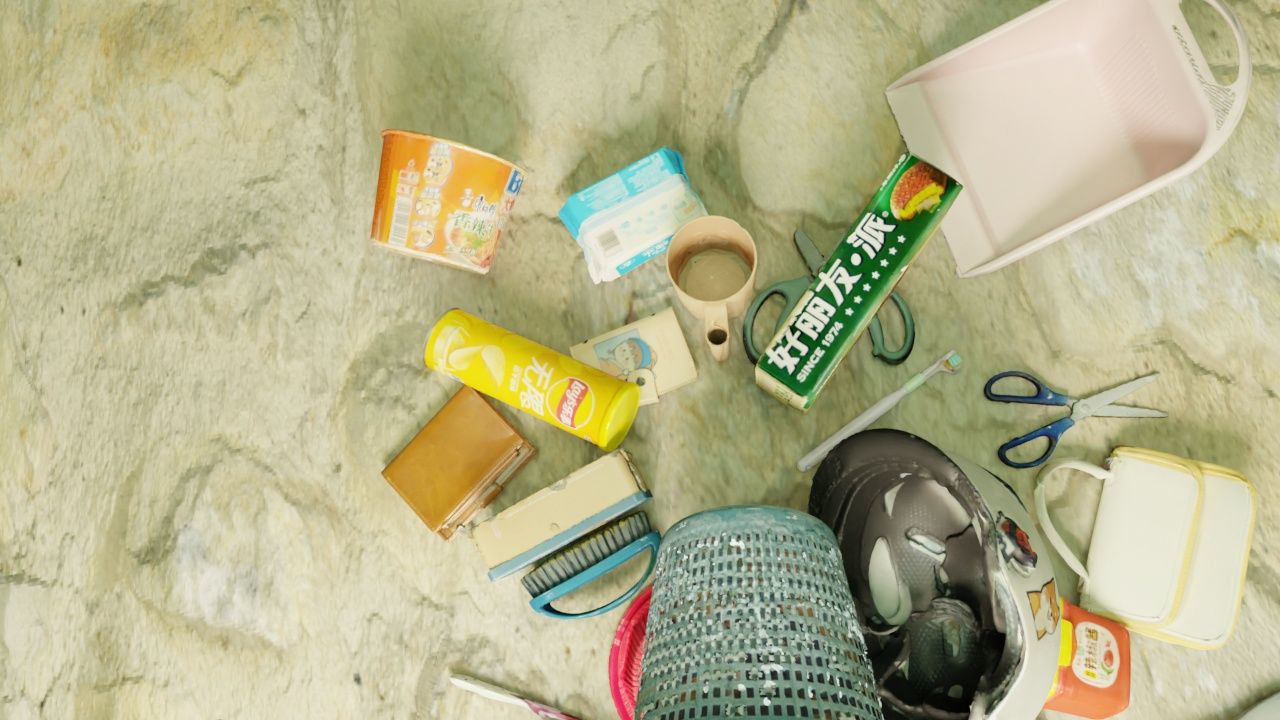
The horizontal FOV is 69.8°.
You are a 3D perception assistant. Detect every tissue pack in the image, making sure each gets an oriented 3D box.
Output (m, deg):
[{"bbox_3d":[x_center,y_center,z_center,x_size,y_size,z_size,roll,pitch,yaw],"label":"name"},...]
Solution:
[{"bbox_3d":[-0.005,-0.147,0.933,0.140,0.063,0.090,-28,80,3],"label":"tissue pack"}]

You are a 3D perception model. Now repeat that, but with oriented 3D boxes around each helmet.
[{"bbox_3d":[0.260,0.198,0.786,0.156,0.231,0.273,6,71,-32],"label":"helmet"}]

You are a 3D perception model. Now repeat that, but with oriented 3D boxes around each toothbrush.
[{"bbox_3d":[-0.100,0.342,0.893,0.187,0.016,0.017,16,93,9],"label":"toothbrush"},{"bbox_3d":[0.232,0.052,0.894,0.189,0.029,0.021,-36,38,2],"label":"toothbrush"}]

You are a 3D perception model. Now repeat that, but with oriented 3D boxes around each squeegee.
[{"bbox_3d":[0.478,0.347,0.805,0.249,0.040,0.247,-28,78,2],"label":"squeegee"}]

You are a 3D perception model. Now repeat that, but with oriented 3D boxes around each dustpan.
[{"bbox_3d":[0.394,-0.236,0.857,0.273,0.139,0.222,-22,80,3],"label":"dustpan"}]

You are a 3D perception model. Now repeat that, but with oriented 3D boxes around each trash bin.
[{"bbox_3d":[0.090,0.231,0.729,0.227,0.227,0.194,-3,55,7],"label":"trash bin"}]

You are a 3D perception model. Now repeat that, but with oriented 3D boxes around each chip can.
[{"bbox_3d":[-0.108,0.016,0.905,0.213,0.072,0.072,24,85,16],"label":"chip can"}]

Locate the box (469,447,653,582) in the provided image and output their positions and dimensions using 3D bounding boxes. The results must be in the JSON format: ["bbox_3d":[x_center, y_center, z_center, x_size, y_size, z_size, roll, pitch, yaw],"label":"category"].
[{"bbox_3d":[-0.079,0.151,0.884,0.184,0.090,0.059,-31,80,4],"label":"box"}]

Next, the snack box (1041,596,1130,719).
[{"bbox_3d":[0.379,0.265,0.805,0.080,0.082,0.091,16,60,4],"label":"snack box"}]

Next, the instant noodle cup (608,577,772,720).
[{"bbox_3d":[0.061,0.292,0.855,0.194,0.066,0.193,-1,80,8],"label":"instant noodle cup"}]

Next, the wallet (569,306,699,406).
[{"bbox_3d":[-0.006,0.005,0.930,0.115,0.024,0.087,-21,75,4],"label":"wallet"}]

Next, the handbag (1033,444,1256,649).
[{"bbox_3d":[0.445,0.160,0.830,0.179,0.063,0.163,15,82,13],"label":"handbag"}]

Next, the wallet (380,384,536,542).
[{"bbox_3d":[-0.182,0.107,0.930,0.119,0.035,0.130,44,88,13],"label":"wallet"}]

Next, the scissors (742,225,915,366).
[{"bbox_3d":[0.177,-0.044,0.916,0.180,0.019,0.170,-34,80,2],"label":"scissors"}]

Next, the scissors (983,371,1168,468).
[{"bbox_3d":[0.410,0.054,0.874,0.165,0.012,0.157,26,83,10],"label":"scissors"}]

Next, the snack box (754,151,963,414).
[{"bbox_3d":[0.196,-0.066,0.850,0.063,0.114,0.240,35,86,11],"label":"snack box"}]

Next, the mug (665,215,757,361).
[{"bbox_3d":[0.073,-0.066,0.889,0.084,0.103,0.124,-6,80,6],"label":"mug"}]

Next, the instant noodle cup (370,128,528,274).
[{"bbox_3d":[-0.199,-0.155,0.923,0.151,0.151,0.111,14,91,9],"label":"instant noodle cup"}]

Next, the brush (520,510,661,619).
[{"bbox_3d":[-0.041,0.205,0.886,0.144,0.055,0.073,-30,78,1],"label":"brush"}]
